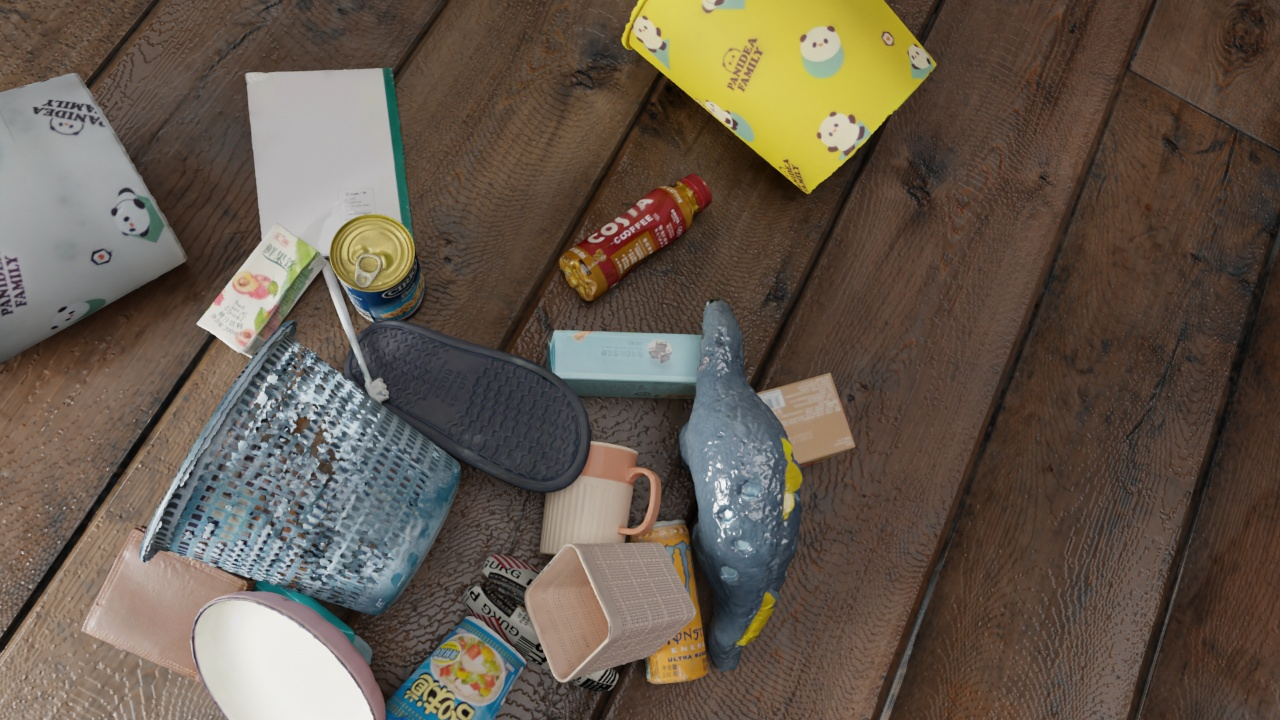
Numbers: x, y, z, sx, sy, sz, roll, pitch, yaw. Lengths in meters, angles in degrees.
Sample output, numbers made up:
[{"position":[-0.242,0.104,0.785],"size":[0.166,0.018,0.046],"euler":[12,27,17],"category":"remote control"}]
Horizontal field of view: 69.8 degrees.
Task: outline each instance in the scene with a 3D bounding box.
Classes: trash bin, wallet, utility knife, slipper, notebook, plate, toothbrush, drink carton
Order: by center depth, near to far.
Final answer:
[{"position":[-0.287,0.266,0.766],"size":[0.192,0.193,0.038],"euler":[40,34,3],"category":"plate"},{"position":[-0.272,0.110,0.787],"size":[0.195,0.227,0.226],"euler":[31,72,-14],"category":"trash bin"},{"position":[-0.559,-0.113,0.787],"size":[0.251,0.230,0.229],"euler":[-32,82,-22],"category":"trash bin"},{"position":[-0.414,0.216,0.812],"size":[0.124,0.032,0.101],"euler":[24,85,-1],"category":"wallet"},{"position":[-0.315,0.224,0.838],"size":[0.174,0.013,0.029],"euler":[36,75,3],"category":"utility knife"},{"position":[-0.158,0.042,0.879],"size":[0.268,0.083,0.110],"euler":[23,77,19],"category":"slipper"},{"position":[-0.362,-0.066,0.885],"size":[0.053,0.045,0.122],"euler":[33,79,2],"category":"drink carton"},{"position":[-0.278,-0.032,0.886],"size":[0.016,0.016,0.180],"euler":[-30,64,1],"category":"toothbrush"},{"position":[-0.321,-0.206,0.950],"size":[0.150,0.012,0.209],"euler":[-7,78,-12],"category":"notebook"},{"position":[0.150,-0.329,0.958],"size":[0.255,0.230,0.229],"euler":[44,73,-2],"category":"trash bin"}]

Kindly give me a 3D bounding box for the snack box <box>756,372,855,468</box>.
[{"position":[0.144,0.070,0.911],"size":[0.092,0.094,0.077],"euler":[-15,78,-13],"category":"snack box"}]

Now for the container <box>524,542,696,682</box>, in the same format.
[{"position":[-0.023,0.213,0.797],"size":[0.110,0.090,0.090],"euler":[6,44,-43],"category":"container"}]

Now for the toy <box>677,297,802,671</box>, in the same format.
[{"position":[0.088,0.120,0.829],"size":[0.091,0.138,0.356],"euler":[-3,91,-19],"category":"toy"}]

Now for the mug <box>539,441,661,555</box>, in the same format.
[{"position":[-0.036,0.134,0.863],"size":[0.115,0.081,0.105],"euler":[1,75,25],"category":"mug"}]

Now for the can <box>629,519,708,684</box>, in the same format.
[{"position":[0.026,0.227,0.869],"size":[0.058,0.058,0.146],"euler":[-5,77,-11],"category":"can"}]

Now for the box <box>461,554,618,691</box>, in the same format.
[{"position":[-0.079,0.234,0.853],"size":[0.163,0.076,0.086],"euler":[33,56,3],"category":"box"}]

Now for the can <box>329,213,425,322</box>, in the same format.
[{"position":[-0.248,-0.084,0.880],"size":[0.075,0.111,0.075],"euler":[2,75,-7],"category":"can"}]

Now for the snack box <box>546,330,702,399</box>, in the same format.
[{"position":[-0.005,0.005,0.914],"size":[0.174,0.074,0.051],"euler":[1,74,-9],"category":"snack box"}]

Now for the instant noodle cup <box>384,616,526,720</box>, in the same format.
[{"position":[-0.160,0.291,0.809],"size":[0.099,0.099,0.109],"euler":[38,65,2],"category":"instant noodle cup"}]

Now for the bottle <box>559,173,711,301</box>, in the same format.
[{"position":[-0.001,-0.133,0.959],"size":[0.174,0.057,0.057],"euler":[-38,84,-16],"category":"bottle"}]
